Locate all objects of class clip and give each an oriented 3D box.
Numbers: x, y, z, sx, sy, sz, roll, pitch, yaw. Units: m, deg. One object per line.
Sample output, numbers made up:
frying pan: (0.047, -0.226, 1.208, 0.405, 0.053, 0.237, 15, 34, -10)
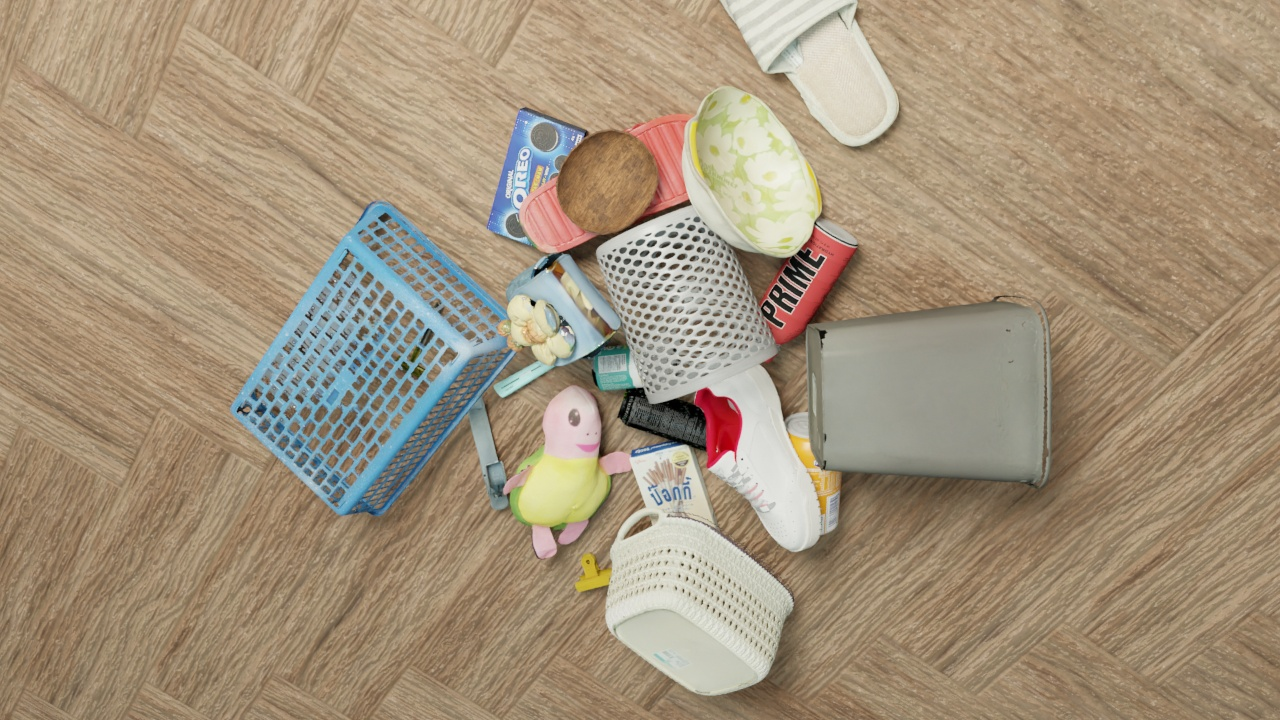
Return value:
clip: (-0.187, 0.145, 1.171, 0.030, 0.164, 0.173, -15, 116, -10)
clip: (-0.067, 0.297, 1.285, 0.054, 0.046, 0.048, -19, 142, 16)

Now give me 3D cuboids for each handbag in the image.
handbag: (-0.103, -0.053, 1.044, 0.118, 0.192, 0.122, -41, 105, -11)

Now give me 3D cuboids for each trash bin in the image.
trash bin: (0.048, -0.066, 1.025, 0.157, 0.156, 0.183, -22, 93, 16)
trash bin: (0.300, 0.034, 1.000, 0.220, 0.197, 0.197, -3, 96, 5)

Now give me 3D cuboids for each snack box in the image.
snack box: (-0.122, -0.211, 1.072, 0.082, 0.027, 0.150, 19, 114, -1)
snack box: (0.046, 0.178, 1.213, 0.082, 0.026, 0.150, -13, 111, 14)

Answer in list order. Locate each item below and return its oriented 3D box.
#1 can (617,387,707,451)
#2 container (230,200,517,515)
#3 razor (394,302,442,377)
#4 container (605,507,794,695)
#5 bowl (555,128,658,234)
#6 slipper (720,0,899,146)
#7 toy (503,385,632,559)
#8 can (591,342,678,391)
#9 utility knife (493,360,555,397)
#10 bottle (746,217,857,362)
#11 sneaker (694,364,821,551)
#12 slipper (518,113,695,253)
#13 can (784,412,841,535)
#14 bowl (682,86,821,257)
can: (0.042, 0.074, 1.154, 0.137, 0.053, 0.054, 18, 114, 1)
container: (-0.347, 0.017, 1.143, 0.257, 0.089, 0.363, 42, 113, 2)
razor: (-0.278, -0.030, 1.177, 0.042, 0.026, 0.106, 29, 110, -2)
container: (0.070, 0.318, 1.186, 0.251, 0.142, 0.185, 41, 131, -19)
bowl: (-0.037, -0.195, 0.999, 0.102, 0.026, 0.114, 40, 100, -14)
slipper: (0.174, -0.342, 0.962, 0.115, 0.054, 0.272, -39, 103, 16)
toy: (-0.099, 0.149, 1.185, 0.189, 0.088, 0.238, -7, 118, -30)
can: (-0.007, 0.007, 1.133, 0.102, 0.054, 0.055, -6, 112, 11)
utility knife: (-0.126, 0.007, 1.174, 0.148, 0.015, 0.022, -29, 74, 17)
bottle: (0.180, -0.076, 1.066, 0.062, 0.062, 0.177, 28, 114, -4)
sneaker: (0.127, 0.126, 1.087, 0.090, 0.104, 0.236, -15, 94, 57)
slipper: (-0.022, -0.204, 1.043, 0.249, 0.059, 0.103, -24, 107, 2)
can: (0.210, 0.143, 1.145, 0.079, 0.079, 0.143, 1, 113, 8)
bowl: (0.105, -0.191, 0.977, 0.060, 0.219, 0.188, -21, 71, 42)
